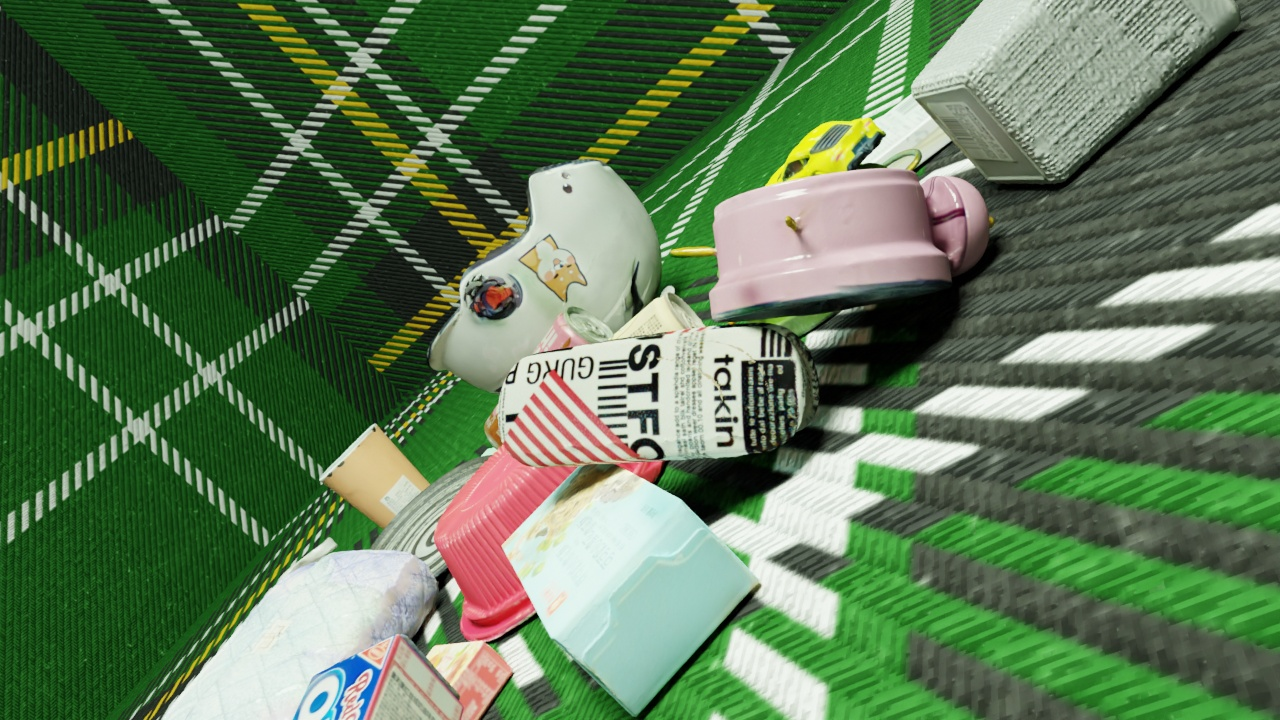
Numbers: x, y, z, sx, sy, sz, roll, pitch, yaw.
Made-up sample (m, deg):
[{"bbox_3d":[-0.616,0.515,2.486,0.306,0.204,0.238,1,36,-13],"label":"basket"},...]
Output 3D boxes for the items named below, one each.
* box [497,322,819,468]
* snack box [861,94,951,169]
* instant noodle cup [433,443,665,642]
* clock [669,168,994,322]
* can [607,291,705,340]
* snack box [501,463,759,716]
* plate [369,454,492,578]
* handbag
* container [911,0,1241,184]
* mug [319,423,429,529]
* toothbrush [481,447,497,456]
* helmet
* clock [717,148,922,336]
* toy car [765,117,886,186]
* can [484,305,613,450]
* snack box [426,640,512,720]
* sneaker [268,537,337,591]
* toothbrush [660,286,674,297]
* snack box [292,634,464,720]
[{"bbox_3d":[0.011,0.017,0.475,0.164,0.075,0.083,-9,-10,25],"label":"box"},{"bbox_3d":[0.172,-0.149,0.702,0.157,0.027,0.084,-38,18,15],"label":"snack box"},{"bbox_3d":[-0.069,0.090,0.612,0.194,0.066,0.193,-40,12,10],"label":"instant noodle cup"},{"bbox_3d":[0.106,-0.057,0.466,0.158,0.060,0.117,-6,-2,-32],"label":"clock"},{"bbox_3d":[-0.004,0.004,0.709,0.116,0.058,0.058,-40,12,16],"label":"can"},{"bbox_3d":[-0.015,0.095,0.437,0.074,0.051,0.175,-45,11,-10],"label":"snack box"},{"bbox_3d":[-0.183,0.156,0.824,0.180,0.024,0.179,-32,23,15],"label":"plate"},{"bbox_3d":[-0.243,0.222,0.655,0.134,0.076,0.193,-8,29,22],"label":"handbag"},{"bbox_3d":[0.214,-0.157,0.472,0.114,0.090,0.090,-46,11,4],"label":"container"},{"bbox_3d":[-0.255,0.134,0.939,0.078,0.123,0.078,-42,11,10],"label":"mug"},{"bbox_3d":[-0.165,0.119,0.927,0.223,0.026,0.027,-50,-17,-28],"label":"toothbrush"},{"bbox_3d":[-0.076,-0.061,0.938,0.274,0.157,0.230,-54,-6,2],"label":"helmet"},{"bbox_3d":[0.118,-0.079,0.598,0.161,0.056,0.116,-41,13,8],"label":"clock"},{"bbox_3d":[0.106,-0.121,0.564,0.048,0.032,0.105,-48,11,-17],"label":"toy car"},{"bbox_3d":[-0.085,0.023,0.844,0.147,0.058,0.057,-53,8,21],"label":"can"},{"bbox_3d":[-0.133,0.216,0.476,0.075,0.025,0.152,-28,20,53],"label":"snack box"},{"bbox_3d":[-0.300,0.236,0.819,0.118,0.088,0.241,-42,12,7],"label":"sneaker"},{"bbox_3d":[-0.008,-0.010,0.854,0.220,0.027,0.026,-57,-5,-48],"label":"toothbrush"},{"bbox_3d":[-0.122,0.201,0.354,0.057,0.058,0.207,-29,21,13],"label":"snack box"}]
